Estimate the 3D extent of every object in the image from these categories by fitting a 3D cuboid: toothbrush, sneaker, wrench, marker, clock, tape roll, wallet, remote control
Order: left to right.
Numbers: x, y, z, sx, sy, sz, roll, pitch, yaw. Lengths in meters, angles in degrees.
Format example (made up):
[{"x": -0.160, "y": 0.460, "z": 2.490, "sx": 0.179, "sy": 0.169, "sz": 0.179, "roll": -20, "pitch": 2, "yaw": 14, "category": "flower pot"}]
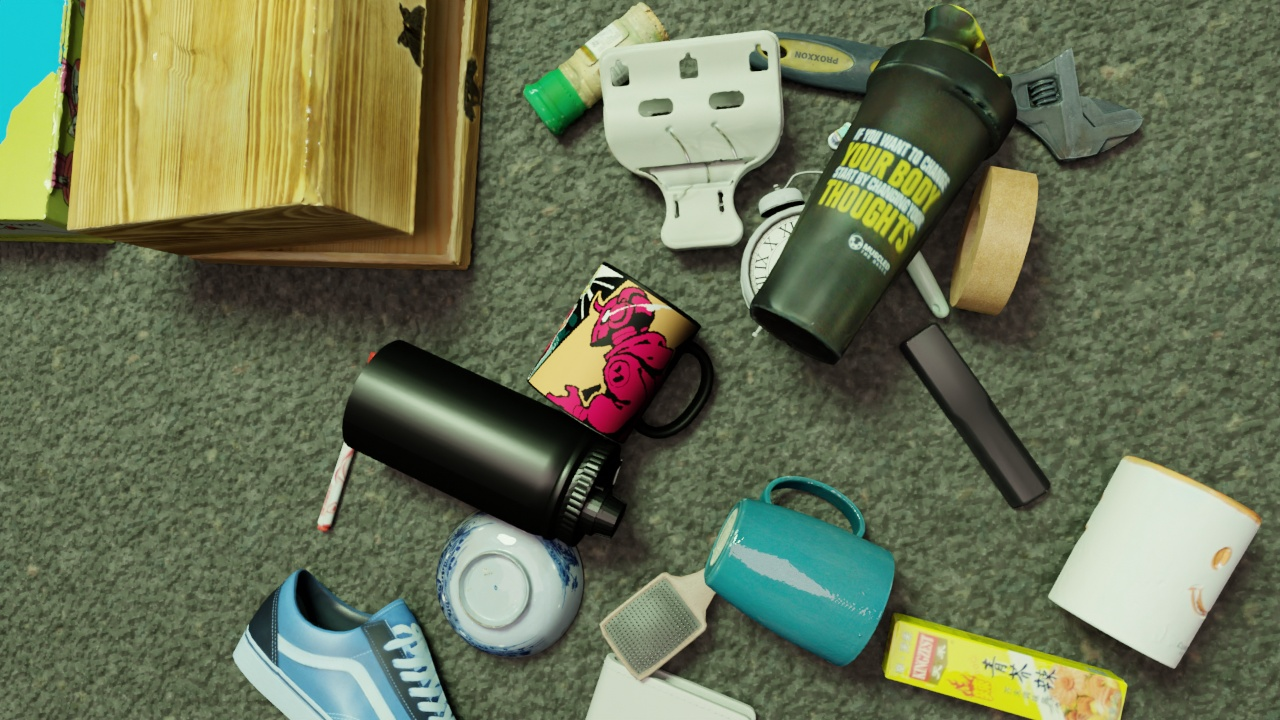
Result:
[{"x": -0.222, "y": 0.063, "z": 0.704, "sx": 0.013, "sy": 0.013, "sz": 0.142, "roll": 17, "pitch": 90, "yaw": 10, "category": "marker"}, {"x": -0.175, "y": 0.234, "z": 0.650, "sx": 0.241, "sy": 0.083, "sz": 0.098, "roll": 33, "pitch": 92, "yaw": 13, "category": "sneaker"}, {"x": 0.013, "y": 0.281, "z": 0.638, "sx": 0.118, "sy": 0.037, "sz": 0.115, "roll": 18, "pitch": 89, "yaw": 13, "category": "wallet"}, {"x": 0.119, "y": -0.073, "z": 0.645, "sx": 0.094, "sy": 0.035, "sz": 0.122, "roll": 7, "pitch": 88, "yaw": 9, "category": "clock"}, {"x": 0.177, "y": -0.098, "z": 0.647, "sx": 0.022, "sy": 0.015, "sz": 0.154, "roll": -34, "pitch": 79, "yaw": 40, "category": "toothbrush"}, {"x": 0.208, "y": -0.194, "z": 0.645, "sx": 0.273, "sy": 0.022, "sz": 0.073, "roll": 13, "pitch": 95, "yaw": 9, "category": "wrench"}, {"x": 0.230, "y": 0.037, "z": 0.629, "sx": 0.032, "sy": 0.015, "sz": 0.136, "roll": -34, "pitch": 82, "yaw": 6, "category": "remote control"}, {"x": 0.229, "y": -0.078, "z": 0.597, "sx": 0.027, "sy": 0.094, "sz": 0.094, "roll": 13, "pitch": 88, "yaw": 10, "category": "tape roll"}]

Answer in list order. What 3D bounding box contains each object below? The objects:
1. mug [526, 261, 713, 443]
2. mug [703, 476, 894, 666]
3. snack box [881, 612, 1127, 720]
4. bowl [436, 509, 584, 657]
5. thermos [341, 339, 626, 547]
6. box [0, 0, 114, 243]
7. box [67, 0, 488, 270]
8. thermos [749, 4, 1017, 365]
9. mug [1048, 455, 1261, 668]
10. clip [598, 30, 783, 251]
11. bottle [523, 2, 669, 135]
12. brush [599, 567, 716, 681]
[{"x": -0.004, "y": 0.004, "z": 0.644, "sx": 0.118, "sy": 0.082, "sz": 0.098, "roll": 33, "pitch": 92, "yaw": -18, "category": "mug"}, {"x": 0.105, "y": 0.129, "z": 0.612, "sx": 0.104, "sy": 0.085, "sz": 0.111, "roll": 25, "pitch": 55, "yaw": 2, "category": "mug"}, {"x": 0.238, "y": 0.209, "z": 0.610, "sx": 0.148, "sy": 0.029, "sz": 0.040, "roll": 13, "pitch": 88, "yaw": 10, "category": "snack box"}, {"x": -0.100, "y": 0.161, "z": 0.660, "sx": 0.114, "sy": 0.045, "sz": 0.114, "roll": -1, "pitch": 86, "yaw": 9, "category": "bowl"}, {"x": -0.099, "y": 0.063, "z": 0.646, "sx": 0.199, "sy": 0.086, "sz": 0.086, "roll": 23, "pitch": 90, "yaw": 10, "category": "thermos"}, {"x": -0.488, "y": -0.210, "z": 0.735, "sx": 0.124, "sy": 0.079, "sz": 0.221, "roll": 0, "pitch": 83, "yaw": 8, "category": "box"}, {"x": -0.258, "y": -0.213, "z": 0.667, "sx": 0.252, "sy": 0.191, "sz": 0.279, "roll": 0, "pitch": 86, "yaw": 24, "category": "box"}, {"x": 0.155, "y": -0.106, "z": 0.583, "sx": 0.098, "sy": 0.098, "sz": 0.220, "roll": 31, "pitch": 84, "yaw": 10, "category": "thermos"}, {"x": 0.319, "y": 0.125, "z": 0.576, "sx": 0.082, "sy": 0.082, "sz": 0.105, "roll": 29, "pitch": 92, "yaw": 10, "category": "mug"}, {"x": 0.042, "y": -0.154, "z": 0.662, "sx": 0.126, "sy": 0.101, "sz": 0.152, "roll": -3, "pitch": 114, "yaw": 10, "category": "clip"}, {"x": -0.032, "y": -0.215, "z": 0.676, "sx": 0.111, "sy": 0.043, "sz": 0.043, "roll": -37, "pitch": 81, "yaw": 4, "category": "bottle"}, {"x": 0.037, "y": 0.162, "z": 0.639, "sx": 0.135, "sy": 0.015, "sz": 0.050, "roll": -37, "pitch": 71, "yaw": -7, "category": "brush"}]
